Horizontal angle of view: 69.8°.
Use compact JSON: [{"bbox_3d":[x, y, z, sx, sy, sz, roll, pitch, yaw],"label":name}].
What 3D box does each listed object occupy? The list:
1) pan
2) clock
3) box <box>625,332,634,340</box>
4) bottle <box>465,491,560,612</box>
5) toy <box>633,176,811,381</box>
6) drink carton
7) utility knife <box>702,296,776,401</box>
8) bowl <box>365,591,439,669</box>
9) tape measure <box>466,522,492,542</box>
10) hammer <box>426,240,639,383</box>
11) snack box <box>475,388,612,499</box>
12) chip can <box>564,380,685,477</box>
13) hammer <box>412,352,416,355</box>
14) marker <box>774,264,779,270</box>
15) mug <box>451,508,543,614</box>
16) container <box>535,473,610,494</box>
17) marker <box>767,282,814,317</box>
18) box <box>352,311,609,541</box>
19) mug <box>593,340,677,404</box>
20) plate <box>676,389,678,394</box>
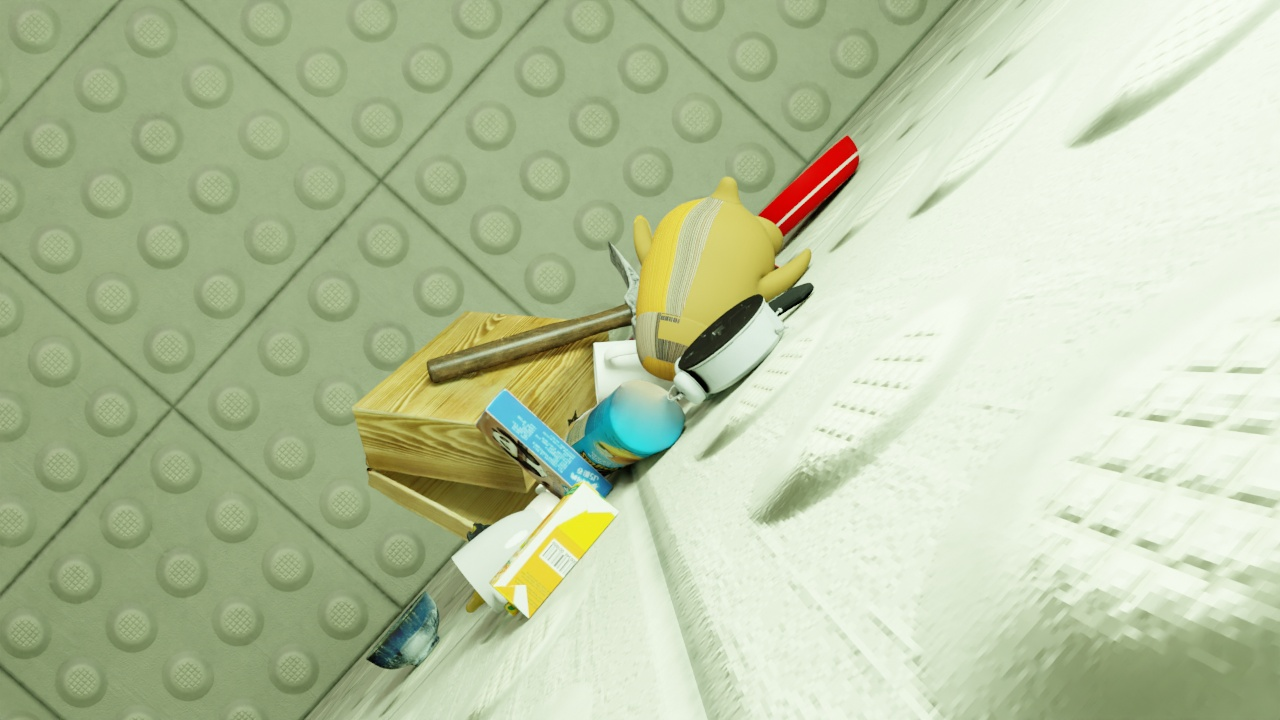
[{"bbox_3d":[0.195,-0.212,1.335,0.355,0.067,0.209,-42,-1,-34],"label":"pan"},{"bbox_3d":[0.070,-0.006,0.794,0.123,0.035,0.094,-41,10,13],"label":"clock"},{"bbox_3d":[0.051,-0.043,1.209,0.202,0.095,0.087,-47,0,18],"label":"box"},{"bbox_3d":[-0.130,0.204,0.956,0.146,0.051,0.051,-48,3,-17],"label":"bottle"},{"bbox_3d":[0.064,-0.067,0.971,0.163,0.199,0.203,72,-144,-62],"label":"toy"},{"bbox_3d":[-0.078,0.164,0.791,0.122,0.041,0.058,-49,3,-15],"label":"drink carton"},{"bbox_3d":[0.094,-0.012,0.871,0.031,0.015,0.173,-40,10,47],"label":"utility knife"},{"bbox_3d":[-0.307,0.373,1.233,0.114,0.061,0.114,-49,1,1],"label":"bowl"},{"bbox_3d":[-0.165,0.221,1.053,0.042,0.072,0.071,-53,31,-3],"label":"tape measure"},{"bbox_3d":[-0.132,-0.051,1.180,0.300,0.217,0.037,-17,-48,-11],"label":"hammer"},{"bbox_3d":[-0.104,0.099,0.966,0.034,0.151,0.087,-49,3,-22],"label":"snack box"},{"bbox_3d":[-0.021,0.070,0.923,0.079,0.080,0.230,-49,3,-19],"label":"chip can"},{"bbox_3d":[-0.244,0.097,1.464,0.163,0.317,0.082,-47,3,24],"label":"hammer"},{"bbox_3d":[0.134,-0.074,1.080,0.023,0.021,0.144,2,32,29],"label":"marker"},{"bbox_3d":[-0.118,0.194,0.880,0.089,0.071,0.107,-40,28,-14],"label":"mug"},{"bbox_3d":[-0.060,0.119,1.070,0.129,0.049,0.081,-48,3,-16],"label":"container"},{"bbox_3d":[0.102,-0.033,0.843,0.139,0.016,0.022,-34,10,32],"label":"marker"},{"bbox_3d":[-0.202,0.089,1.224,0.278,0.258,0.216,-54,-35,-52],"label":"box"},{"bbox_3d":[-0.006,0.006,1.054,0.111,0.090,0.073,98,167,-67],"label":"mug"},{"bbox_3d":[0.052,-0.021,1.109,0.134,0.011,0.134,-174,92,-83],"label":"plate"}]
